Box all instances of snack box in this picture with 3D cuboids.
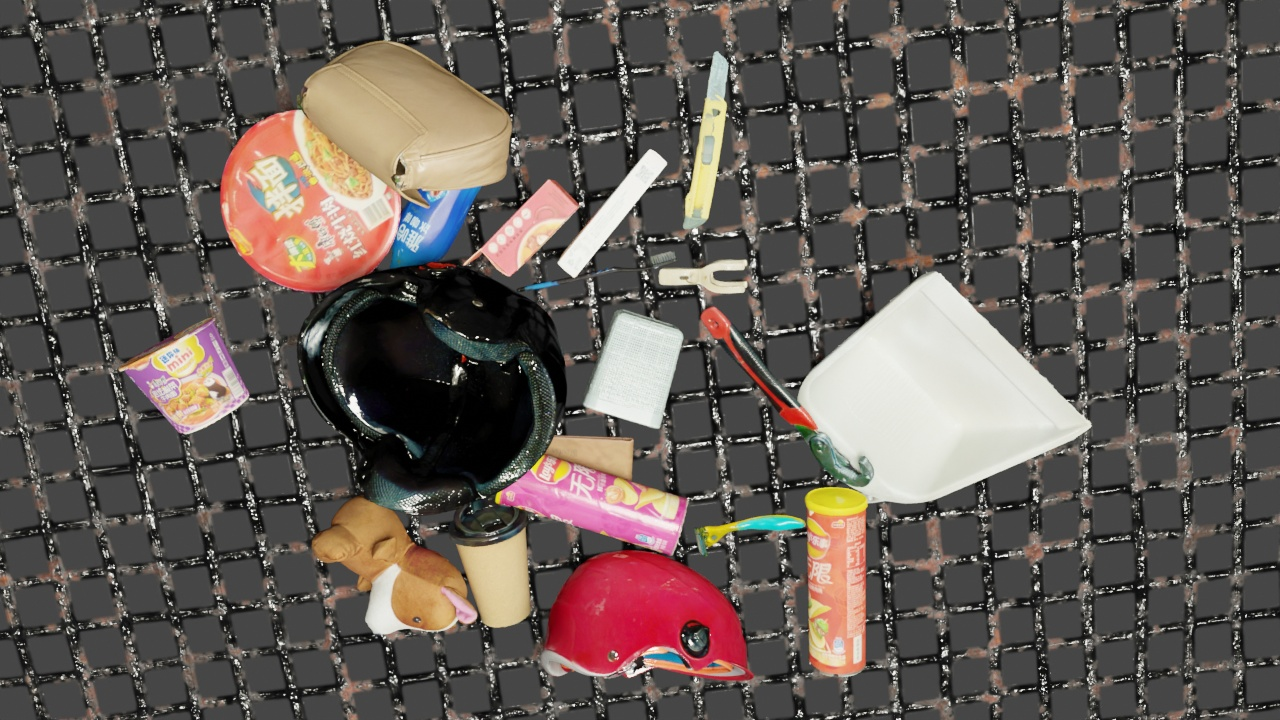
[{"bbox_3d":[-0.032,-0.162,1.006,0.027,0.084,0.157,40,97,-9],"label":"snack box"},{"bbox_3d":[-0.125,-0.137,0.994,0.127,0.113,0.044,-44,100,7],"label":"snack box"}]

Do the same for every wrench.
[{"bbox_3d":[0.165,0.044,1.060,0.273,0.056,0.016,47,52,2],"label":"wrench"}]

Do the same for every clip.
[{"bbox_3d":[0.280,0.164,1.103,0.058,0.026,0.038,-8,92,6],"label":"clip"},{"bbox_3d":[0.080,-0.098,1.054,0.103,0.092,0.035,4,103,34],"label":"clip"}]

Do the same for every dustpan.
[{"bbox_3d":[0.292,0.058,0.995,0.222,0.258,0.142,45,76,-1],"label":"dustpan"}]

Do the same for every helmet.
[{"bbox_3d":[0.011,0.292,1.046,0.240,0.207,0.143,8,68,-17],"label":"helmet"},{"bbox_3d":[-0.207,0.015,0.964,0.275,0.229,0.234,26,110,4],"label":"helmet"}]

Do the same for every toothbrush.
[{"bbox_3d":[-0.050,-0.101,1.053,0.189,0.014,0.016,-11,99,1],"label":"toothbrush"}]

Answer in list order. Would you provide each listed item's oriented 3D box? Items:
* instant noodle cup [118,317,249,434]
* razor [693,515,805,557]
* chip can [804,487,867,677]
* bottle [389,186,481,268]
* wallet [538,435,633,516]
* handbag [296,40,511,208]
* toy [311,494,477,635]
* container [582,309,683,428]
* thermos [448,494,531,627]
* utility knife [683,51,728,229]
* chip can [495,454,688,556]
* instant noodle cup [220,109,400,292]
[{"bbox_3d":[-0.501,0.021,1.022,0.111,0.111,0.099,-24,109,3],"label":"instant noodle cup"},{"bbox_3d":[0.132,0.204,1.104,0.132,0.028,0.043,-11,124,4],"label":"razor"},{"bbox_3d":[0.234,0.263,1.092,0.073,0.073,0.217,-4,102,-1],"label":"chip can"},{"bbox_3d":[-0.225,-0.163,1.011,0.065,0.065,0.219,30,98,-6],"label":"bottle"},{"bbox_3d":[-0.067,0.140,1.094,0.115,0.020,0.101,1,99,1],"label":"wallet"},{"bbox_3d":[-0.231,-0.231,0.912,0.204,0.147,0.100,39,138,24],"label":"handbag"},{"bbox_3d":[-0.284,0.249,1.059,0.199,0.140,0.130,36,70,-11],"label":"toy"},{"bbox_3d":[-0.006,0.006,1.036,0.090,0.090,0.111,17,97,-5],"label":"container"},{"bbox_3d":[-0.170,0.235,1.078,0.093,0.093,0.143,-8,109,0],"label":"thermos"},{"bbox_3d":[0.076,-0.245,1.033,0.031,0.020,0.196,7,96,-9],"label":"utility knife"},{"bbox_3d":[-0.055,0.160,1.051,0.210,0.071,0.071,17,99,0],"label":"chip can"},{"bbox_3d":[-0.351,-0.173,1.006,0.194,0.065,0.194,0,99,0],"label":"instant noodle cup"}]
